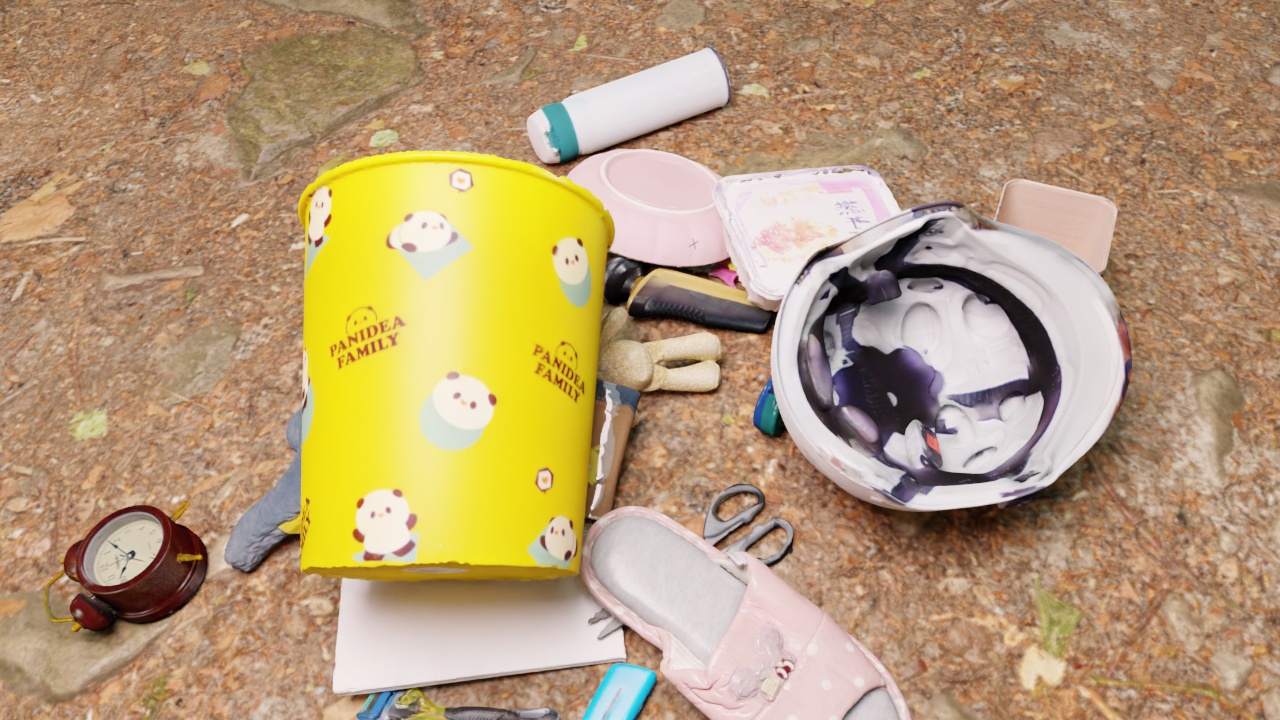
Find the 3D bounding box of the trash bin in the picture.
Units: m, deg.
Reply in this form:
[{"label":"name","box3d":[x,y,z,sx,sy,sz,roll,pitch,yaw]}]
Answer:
[{"label":"trash bin","box3d":[-0.131,0.021,0.648,0.230,0.230,0.255,-2,74,4]}]

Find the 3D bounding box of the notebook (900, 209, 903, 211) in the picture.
[{"label":"notebook","box3d":[0.258,-0.077,0.867,0.211,0.012,0.149,28,62,24]}]

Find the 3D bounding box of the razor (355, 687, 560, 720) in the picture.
[{"label":"razor","box3d":[-0.125,0.250,0.649,0.143,0.022,0.042,2,24,10]}]

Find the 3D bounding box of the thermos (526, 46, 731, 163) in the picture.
[{"label":"thermos","box3d":[-0.015,-0.280,1.016,0.224,0.073,0.073,-22,54,-11]}]

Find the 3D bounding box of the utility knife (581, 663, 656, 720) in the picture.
[{"label":"utility knife","box3d":[-0.051,0.293,0.613,0.034,0.018,0.202,22,60,20]}]

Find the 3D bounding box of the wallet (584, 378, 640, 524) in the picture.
[{"label":"wallet","box3d":[-0.056,0.070,0.745,0.090,0.033,0.115,11,72,7]}]

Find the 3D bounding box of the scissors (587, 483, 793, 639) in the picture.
[{"label":"scissors","box3d":[0.034,0.151,0.709,0.173,0.014,0.142,0,54,1]}]

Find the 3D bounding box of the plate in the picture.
[{"label":"plate","box3d":[0.017,-0.161,0.898,0.192,0.039,0.192,8,39,-7]}]

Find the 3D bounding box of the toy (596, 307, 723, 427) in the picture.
[{"label":"toy","box3d":[-0.005,0.005,0.806,0.157,0.066,0.105,-4,95,-2]}]

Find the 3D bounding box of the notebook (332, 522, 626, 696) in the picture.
[{"label":"notebook","box3d":[-0.123,0.170,0.705,0.209,0.012,0.150,-5,51,-6]}]

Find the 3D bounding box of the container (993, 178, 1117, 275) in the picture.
[{"label":"container","box3d":[0.337,-0.078,0.783,0.090,0.111,0.090,17,58,17]}]

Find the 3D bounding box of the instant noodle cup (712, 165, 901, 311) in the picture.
[{"label":"instant noodle cup","box3d":[0.154,-0.105,0.834,0.173,0.060,0.138,-8,60,-19]}]

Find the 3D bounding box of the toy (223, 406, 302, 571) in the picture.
[{"label":"toy","box3d":[-0.230,0.023,0.800,0.138,0.091,0.355,-7,46,34]}]

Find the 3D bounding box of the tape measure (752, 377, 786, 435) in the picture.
[{"label":"tape measure","box3d":[0.117,0.036,0.768,0.025,0.055,0.058,24,26,25]}]

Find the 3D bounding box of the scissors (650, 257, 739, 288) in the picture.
[{"label":"scissors","box3d":[0.064,-0.088,0.895,0.135,0.017,0.064,6,63,16]}]

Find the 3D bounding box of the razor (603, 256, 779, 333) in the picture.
[{"label":"razor","box3d":[0.047,-0.062,0.852,0.167,0.062,0.067,14,68,9]}]

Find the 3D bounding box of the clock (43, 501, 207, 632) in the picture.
[{"label":"clock","box3d":[-0.405,0.165,0.722,0.121,0.055,0.082,-26,55,-11]}]

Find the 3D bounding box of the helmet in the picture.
[{"label":"helmet","box3d":[0.220,0.010,0.711,0.258,0.146,0.229,-16,77,-11]}]

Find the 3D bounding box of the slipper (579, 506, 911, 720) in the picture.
[{"label":"slipper","box3d":[0.070,0.194,0.641,0.274,0.054,0.114,36,65,21]}]
